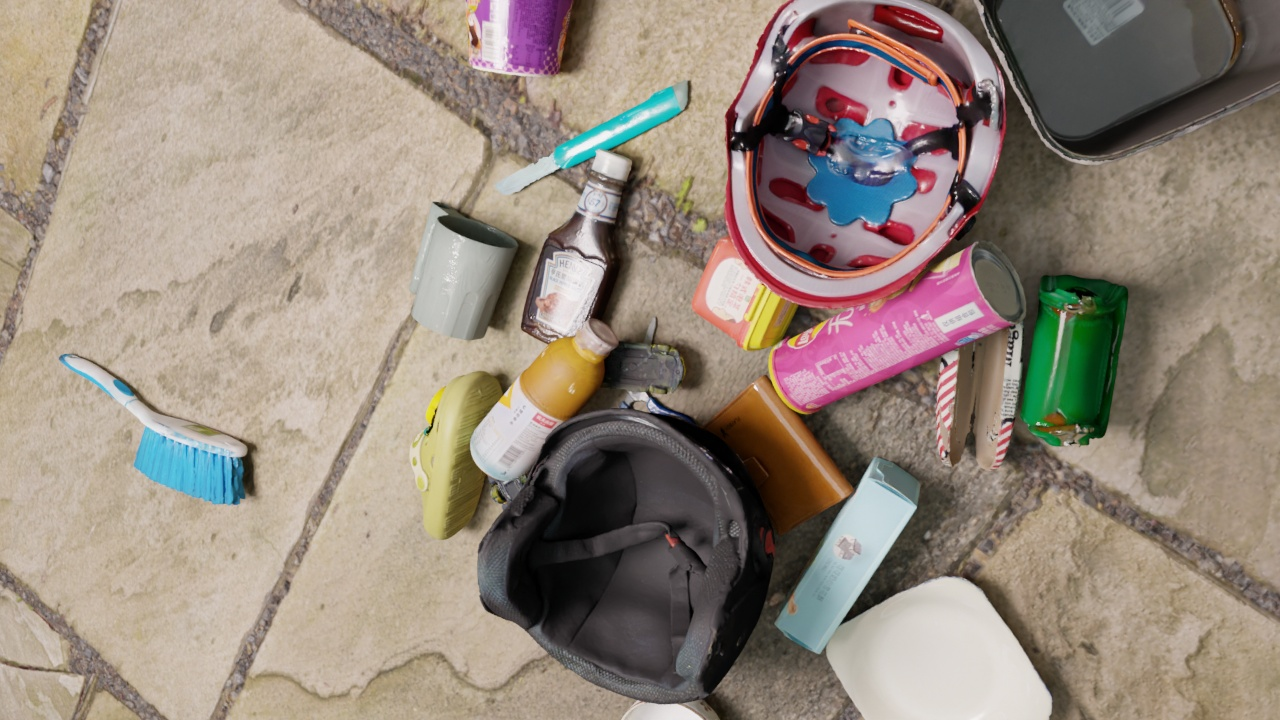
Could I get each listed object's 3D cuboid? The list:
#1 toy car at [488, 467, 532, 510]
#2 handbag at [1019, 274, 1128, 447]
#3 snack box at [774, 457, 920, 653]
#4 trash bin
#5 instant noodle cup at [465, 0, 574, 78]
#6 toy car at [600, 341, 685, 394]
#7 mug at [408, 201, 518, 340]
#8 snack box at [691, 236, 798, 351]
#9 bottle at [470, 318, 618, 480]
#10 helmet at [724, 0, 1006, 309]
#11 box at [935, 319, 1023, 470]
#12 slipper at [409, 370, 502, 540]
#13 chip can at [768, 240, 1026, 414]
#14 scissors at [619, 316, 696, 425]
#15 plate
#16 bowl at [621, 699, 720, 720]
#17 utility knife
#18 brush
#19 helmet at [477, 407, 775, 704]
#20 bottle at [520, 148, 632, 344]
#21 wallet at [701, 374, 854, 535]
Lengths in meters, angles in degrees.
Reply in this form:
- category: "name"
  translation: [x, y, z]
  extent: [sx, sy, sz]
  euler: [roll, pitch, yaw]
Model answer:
- category: "toy car"
  translation: [-0.111, 0.155, 0.959]
  extent: [0.053, 0.045, 0.120]
  euler: [-32, 82, 23]
- category: "handbag"
  translation: [0.345, 0.001, 0.729]
  extent: [0.068, 0.120, 0.131]
  euler: [9, 104, 24]
- category: "snack box"
  translation: [0.189, 0.177, 0.839]
  extent: [0.051, 0.074, 0.175]
  euler: [31, 108, 13]
- category: "trash bin"
  translation: [0.339, -0.252, 0.632]
  extent: [0.199, 0.219, 0.198]
  euler: [-25, 91, 22]
- category: "instant noodle cup"
  translation: [-0.113, -0.317, 0.850]
  extent: [0.112, 0.111, 0.099]
  euler: [13, 113, 17]
- category: "toy car"
  translation: [-0.005, 0.005, 0.891]
  extent: [0.105, 0.032, 0.048]
  euler: [6, 96, 22]
- category: "mug"
  translation: [-0.190, -0.092, 0.934]
  extent: [0.124, 0.083, 0.103]
  euler: [36, 113, 39]
- category: "snack box"
  translation: [0.098, -0.064, 0.829]
  extent: [0.080, 0.081, 0.091]
  euler: [31, 108, 23]
- category: "bottle"
  translation: [-0.091, 0.037, 0.883]
  extent: [0.068, 0.067, 0.190]
  euler: [45, 115, 7]
- category: "helmet"
  translation: [0.177, -0.161, 0.744]
  extent: [0.207, 0.143, 0.240]
  euler: [23, 102, 17]
- category: "box"
  translation: [0.299, 0.013, 0.777]
  extent: [0.081, 0.074, 0.163]
  euler: [6, 98, 31]
- category: "slipper"
  translation: [-0.205, 0.096, 0.962]
  extent: [0.082, 0.091, 0.191]
  euler: [20, 109, 18]
- category: "chip can"
  translation: [0.205, -0.022, 0.759]
  extent: [0.211, 0.071, 0.071]
  euler: [-30, 88, 45]
- category: "scissors"
  translation: [-0.003, 0.044, 0.919]
  extent: [0.176, 0.012, 0.163]
  euler: [40, 109, 11]
- category: "plate"
  translation: [0.273, 0.286, 0.850]
  extent: [0.164, 0.034, 0.164]
  euler: [-33, 88, 22]
- category: "bowl"
  translation: [0.038, 0.384, 0.937]
  extent: [0.114, 0.062, 0.113]
  euler: [4, 100, 21]
- category: "utility knife"
  translation: [-0.049, -0.211, 0.889]
  extent: [0.222, 0.013, 0.029]
  euler: [-22, 93, 20]
- category: "brush"
  translation: [-0.604, 0.081, 1.124]
  extent: [0.315, 0.060, 0.109]
  euler: [15, 99, 19]
- category: "helmet"
  translation: [0.005, 0.163, 0.819]
  extent: [0.234, 0.229, 0.275]
  euler: [14, 105, 21]
- category: "bottle"
  translation: [-0.056, -0.107, 0.895]
  extent: [0.080, 0.044, 0.195]
  euler: [26, 106, 19]
- category: "wallet"
  translation: [0.122, 0.093, 0.857]
  extent: [0.130, 0.035, 0.119]
  euler: [53, 136, 9]
